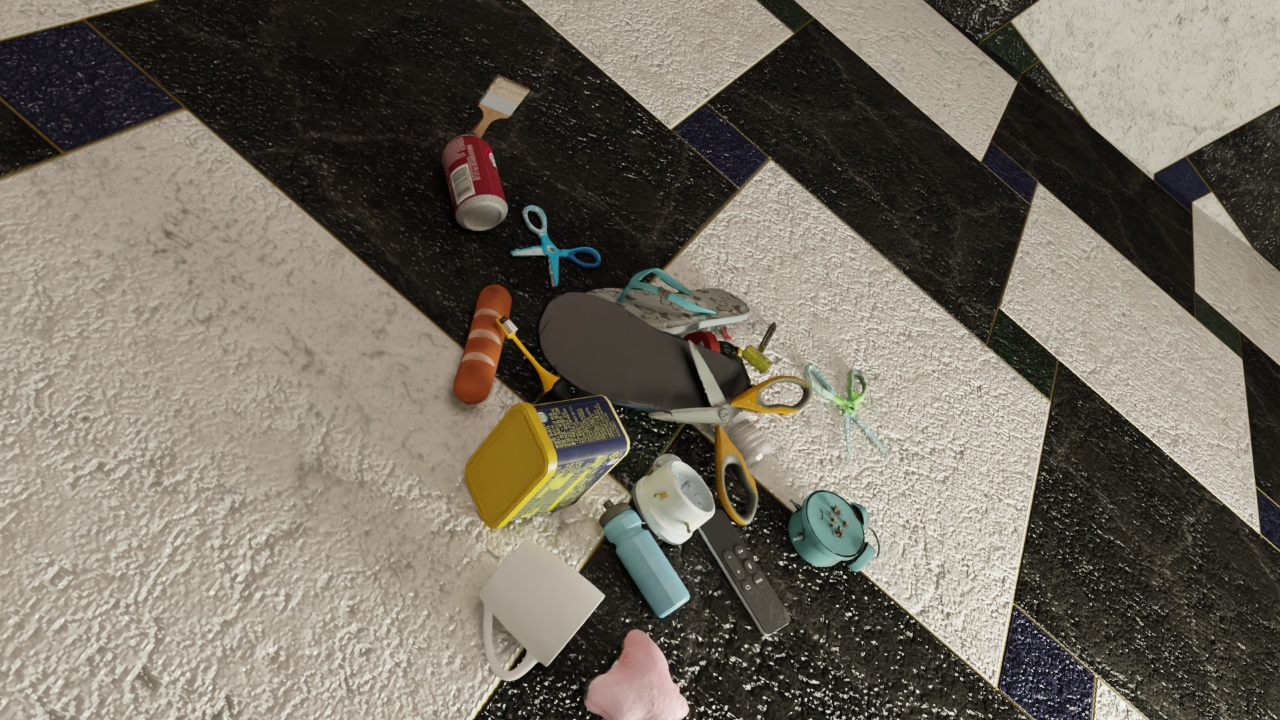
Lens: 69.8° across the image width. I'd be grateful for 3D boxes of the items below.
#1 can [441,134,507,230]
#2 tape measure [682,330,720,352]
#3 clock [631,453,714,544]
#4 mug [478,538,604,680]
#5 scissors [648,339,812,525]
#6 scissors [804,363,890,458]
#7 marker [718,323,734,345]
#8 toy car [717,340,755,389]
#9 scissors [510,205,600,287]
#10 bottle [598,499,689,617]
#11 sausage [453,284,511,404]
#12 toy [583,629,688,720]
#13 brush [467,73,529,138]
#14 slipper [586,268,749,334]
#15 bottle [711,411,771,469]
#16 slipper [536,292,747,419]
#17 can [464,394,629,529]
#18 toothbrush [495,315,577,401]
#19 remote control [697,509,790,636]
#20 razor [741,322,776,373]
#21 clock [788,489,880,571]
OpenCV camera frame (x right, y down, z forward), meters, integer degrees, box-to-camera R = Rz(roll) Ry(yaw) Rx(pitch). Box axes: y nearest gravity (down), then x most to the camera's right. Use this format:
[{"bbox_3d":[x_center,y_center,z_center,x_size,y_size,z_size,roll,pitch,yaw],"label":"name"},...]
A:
[{"bbox_3d":[-0.204,-0.218,1.124,0.063,0.063,0.114,4,54,-34],"label":"can"},{"bbox_3d":[0.076,-0.015,1.168,0.019,0.052,0.059,2,55,-35],"label":"tape measure"},{"bbox_3d":[0.039,0.146,0.995,0.083,0.057,0.117,47,20,-4],"label":"clock"},{"bbox_3d":[-0.102,0.228,0.827,0.087,0.081,0.114,40,73,7],"label":"mug"},{"bbox_3d":[0.111,0.081,1.067,0.225,0.016,0.229,-4,87,-26],"label":"scissors"},{"bbox_3d":[0.287,0.067,1.287,0.165,0.024,0.171,35,40,-15],"label":"scissors"},{"bbox_3d":[0.130,0.005,1.221,0.012,0.013,0.142,4,53,-34],"label":"marker"},{"bbox_3d":[0.116,0.017,1.186,0.049,0.030,0.106,6,50,-34],"label":"toy car"},{"bbox_3d":[-0.107,-0.143,1.173,0.140,0.011,0.133,13,47,-29],"label":"scissors"},{"bbox_3d":[0.000,0.199,0.942,0.040,0.040,0.130,-19,69,-44],"label":"bottle"},{"bbox_3d":[-0.170,-0.018,0.996,0.039,0.045,0.163,10,47,-4],"label":"sausage"},{"bbox_3d":[0.002,0.304,0.847,0.093,0.050,0.102,41,39,4],"label":"toy"},{"bbox_3d":[-0.195,-0.294,1.136,0.045,0.143,0.008,16,49,-37],"label":"brush"},{"bbox_3d":[0.048,-0.078,1.181,0.268,0.055,0.098,-3,38,-40],"label":"slipper"},{"bbox_3d":[0.105,0.068,1.125,0.044,0.044,0.136,-22,70,-45],"label":"bottle"},{"bbox_3d":[-0.007,0.006,1.078,0.265,0.084,0.108,20,79,-20],"label":"slipper"},{"bbox_3d":[-0.091,0.096,0.893,0.104,0.136,0.075,-7,60,-43],"label":"can"},{"bbox_3d":[-0.093,0.030,1.002,0.196,0.031,0.031,51,43,-6],"label":"toothbrush"},{"bbox_3d":[0.113,0.234,1.019,0.045,0.008,0.146,-15,66,-43],"label":"remote control"},{"bbox_3d":[0.172,-0.025,1.271,0.042,0.026,0.105,37,38,-1],"label":"razor"},{"bbox_3d":[0.234,0.206,1.098,0.124,0.053,0.089,22,46,-20],"label":"clock"}]
